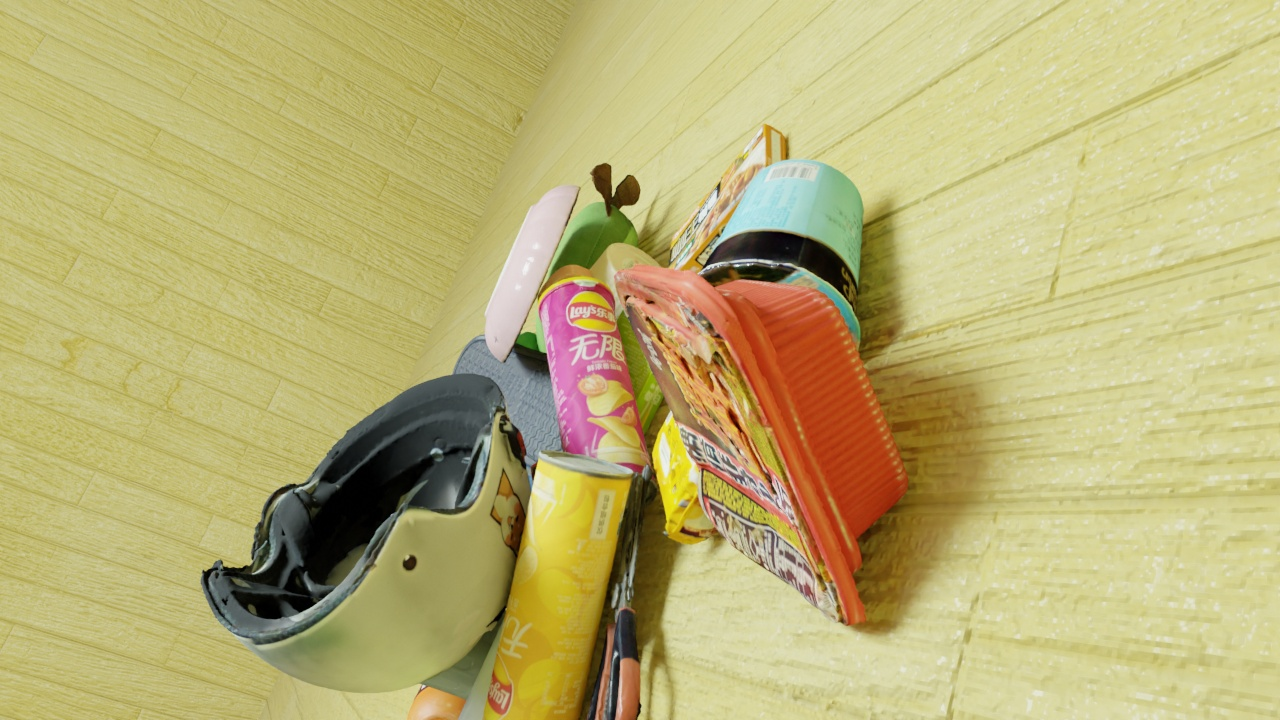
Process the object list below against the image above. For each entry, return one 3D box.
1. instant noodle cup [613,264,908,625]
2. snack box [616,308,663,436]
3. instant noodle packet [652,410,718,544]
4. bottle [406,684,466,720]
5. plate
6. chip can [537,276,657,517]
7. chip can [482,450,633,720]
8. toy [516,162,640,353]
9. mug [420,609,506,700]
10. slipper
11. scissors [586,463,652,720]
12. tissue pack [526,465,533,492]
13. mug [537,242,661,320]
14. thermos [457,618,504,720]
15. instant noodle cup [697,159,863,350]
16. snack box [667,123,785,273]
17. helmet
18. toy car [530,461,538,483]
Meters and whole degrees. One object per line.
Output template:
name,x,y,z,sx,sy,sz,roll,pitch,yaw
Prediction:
instant noodle cup,0.062,0.025,0.475,0.079,0.189,0.164,-30,16,-11
snack box,-0.005,0.005,0.825,0.086,0.026,0.156,28,92,54
instant noodle packet,0.048,0.052,0.630,0.111,0.044,0.128,-59,16,22
bottle,-0.187,0.322,0.898,0.067,0.066,0.149,-61,11,9
plate,-0.115,-0.092,0.919,0.192,0.039,0.192,-158,91,-81
chip can,-0.039,0.028,0.773,0.072,0.071,0.210,-50,39,37
chip can,-0.060,0.174,0.646,0.072,0.072,0.213,-165,87,-72
toy,-0.060,-0.102,1.053,0.226,0.090,0.247,-45,-22,-76
mug,-0.137,0.234,0.801,0.084,0.103,0.123,-43,28,48
slipper,-0.103,0.047,0.970,0.268,0.083,0.110,27,89,46
scissors,-0.010,0.174,0.611,0.206,0.015,0.202,-112,37,-74
tissue pack,-0.118,0.144,0.883,0.157,0.095,0.052,-116,47,-68
mug,-0.042,-0.058,0.910,0.106,0.114,0.081,-50,34,32
thermos,-0.090,0.243,0.722,0.224,0.073,0.073,-66,18,-6
instant noodle cup,0.092,-0.060,0.578,0.111,0.111,0.120,-42,20,49
snack box,0.076,-0.133,0.825,0.154,0.026,0.075,-48,24,40
helmet,-0.176,0.143,0.702,0.230,0.157,0.273,-21,22,18
toy car,-0.061,0.112,0.756,0.031,0.106,0.049,-27,64,13
